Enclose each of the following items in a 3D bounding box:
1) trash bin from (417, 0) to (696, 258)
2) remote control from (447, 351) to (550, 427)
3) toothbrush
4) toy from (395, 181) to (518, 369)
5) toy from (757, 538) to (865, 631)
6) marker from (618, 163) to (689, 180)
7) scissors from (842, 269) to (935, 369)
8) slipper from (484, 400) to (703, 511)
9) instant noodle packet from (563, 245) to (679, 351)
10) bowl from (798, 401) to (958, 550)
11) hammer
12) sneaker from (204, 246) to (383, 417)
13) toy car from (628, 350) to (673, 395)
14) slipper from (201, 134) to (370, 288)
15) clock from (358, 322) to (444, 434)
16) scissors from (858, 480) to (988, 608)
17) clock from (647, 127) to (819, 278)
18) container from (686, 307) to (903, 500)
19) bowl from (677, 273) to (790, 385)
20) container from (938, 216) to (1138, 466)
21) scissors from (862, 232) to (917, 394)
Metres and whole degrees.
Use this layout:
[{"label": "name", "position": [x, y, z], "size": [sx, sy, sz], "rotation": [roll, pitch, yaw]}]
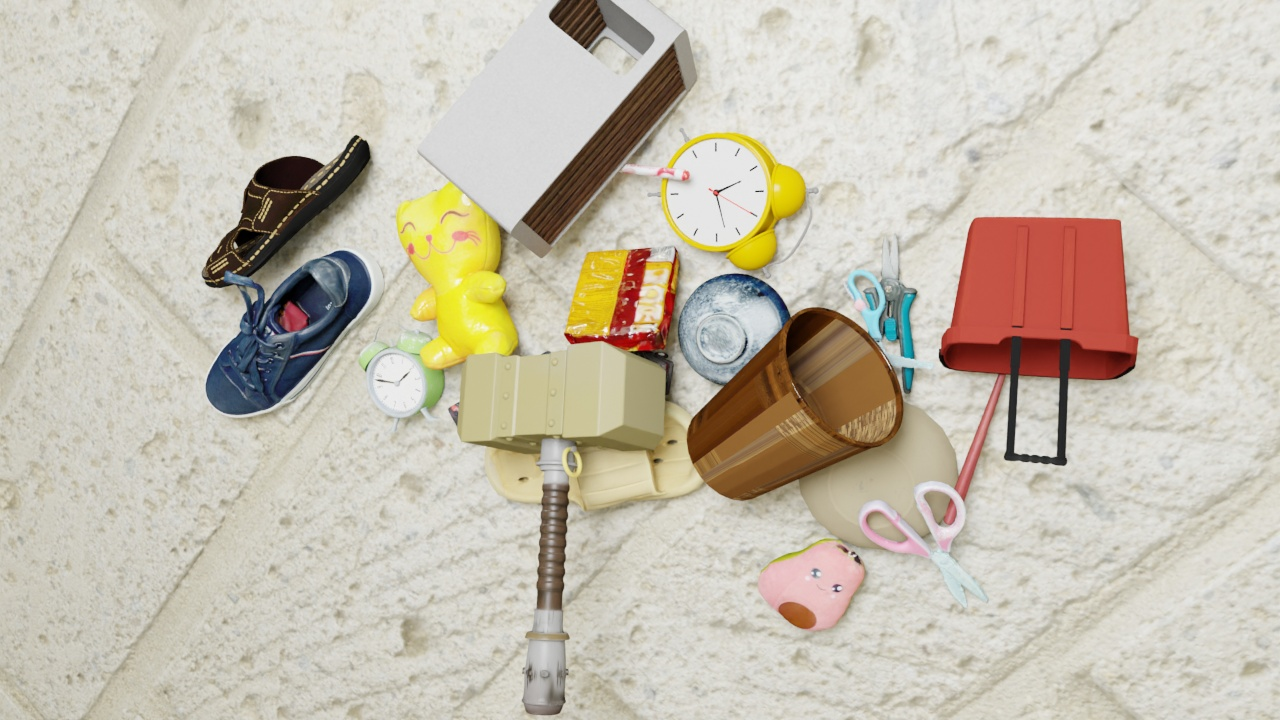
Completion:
[{"label": "trash bin", "position": [-0.071, -0.226, 0.838], "size": [0.114, 0.114, 0.229], "rotation": [41, 92, 10]}, {"label": "remote control", "position": [-0.145, 0.040, 1.010], "size": [0.151, 0.022, 0.047], "rotation": [-28, 91, 25]}, {"label": "toothbrush", "position": [0.314, 0.061, 0.831], "size": [0.016, 0.016, 0.190], "rotation": [19, 98, 8]}, {"label": "toy", "position": [-0.182, -0.088, 0.963], "size": [0.135, 0.087, 0.194], "rotation": [-12, 93, 38]}, {"label": "toy", "position": [0.173, 0.218, 0.910], "size": [0.090, 0.051, 0.110], "rotation": [39, 116, 8]}, {"label": "marker", "position": [-0.010, -0.185, 0.889], "size": [0.142, 0.012, 0.013], "rotation": [16, 107, 39]}, {"label": "scissors", "position": [0.202, -0.012, 0.859], "size": [0.134, 0.015, 0.135], "rotation": [-23, 81, 38]}, {"label": "slipper", "position": [-0.060, 0.104, 0.961], "size": [0.262, 0.079, 0.111], "rotation": [-9, 94, 22]}, {"label": "instant noodle packet", "position": [-0.015, -0.062, 0.888], "size": [0.099, 0.135, 0.040], "rotation": [1, 138, 12]}, {"label": "bowl", "position": [0.221, 0.113, 0.871], "size": [0.152, 0.050, 0.152], "rotation": [4, 102, 20]}, {"label": "hammer", "position": [-0.082, 0.157, 0.856], "size": [0.191, 0.100, 0.324], "rotation": [-5, 76, 30]}, {"label": "sneaker", "position": [-0.429, -0.024, 1.047], "size": [0.295, 0.127, 0.120], "rotation": [-37, 88, 25]}, {"label": "toy car", "position": [-0.005, 0.005, 0.928], "size": [0.092, 0.037, 0.040], "rotation": [24, 112, 43]}, {"label": "slipper", "position": [-0.409, -0.172, 1.020], "size": [0.268, 0.112, 0.076], "rotation": [-34, 115, 21]}, {"label": "clock", "position": [-0.269, 0.016, 1.038], "size": [0.094, 0.042, 0.119], "rotation": [-14, 96, 21]}, {"label": "scissors", "position": [0.286, 0.173, 0.843], "size": [0.179, 0.016, 0.103], "rotation": [42, 122, -19]}, {"label": "clock", "position": [0.088, -0.151, 0.867], "size": [0.152, 0.052, 0.114], "rotation": [33, 110, 15]}, {"label": "container", "position": [0.130, 0.051, 0.834], "size": [0.132, 0.131, 0.168], "rotation": [52, 136, 4]}, {"label": "bowl", "position": [0.086, -0.025, 0.889], "size": [0.114, 0.060, 0.114], "rotation": [4, 102, 18]}, {"label": "container", "position": [0.321, -0.009, 0.748], "size": [0.148, 0.127, 0.200], "rotation": [4, 79, 19]}, {"label": "scissors", "position": [0.236, -0.037, 0.851], "size": [0.128, 0.019, 0.142], "rotation": [-45, 77, 28]}]
